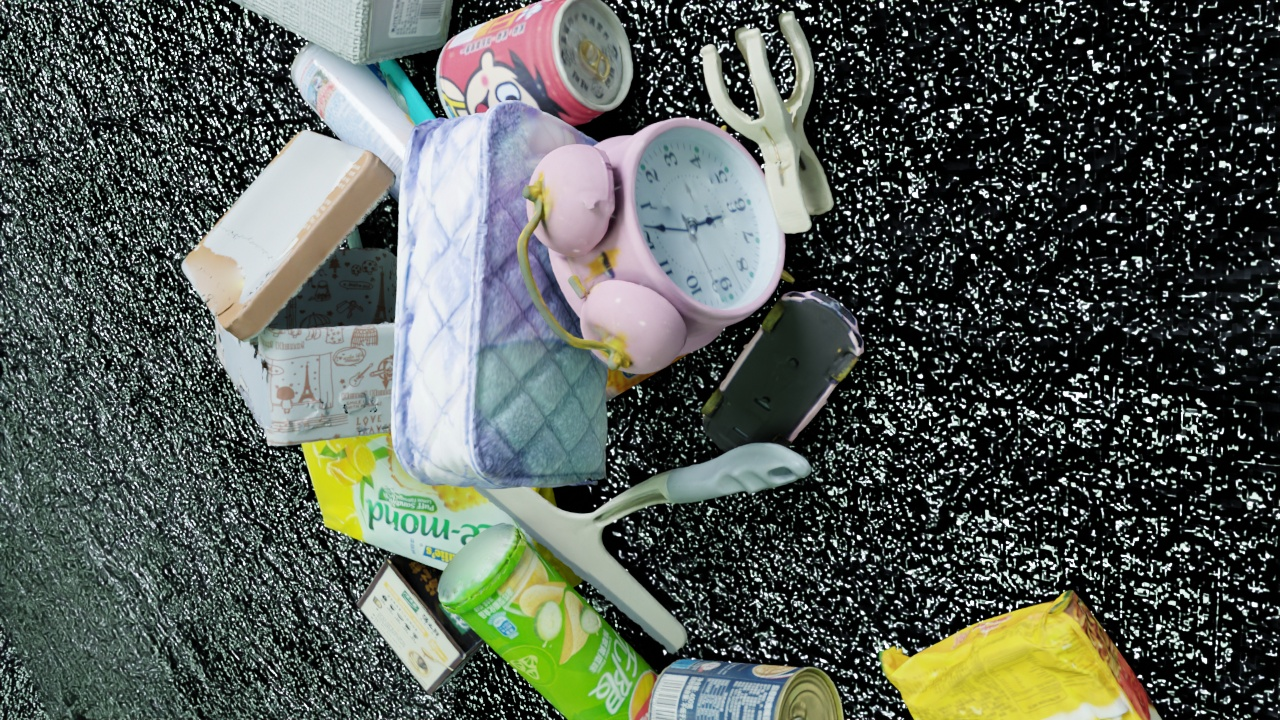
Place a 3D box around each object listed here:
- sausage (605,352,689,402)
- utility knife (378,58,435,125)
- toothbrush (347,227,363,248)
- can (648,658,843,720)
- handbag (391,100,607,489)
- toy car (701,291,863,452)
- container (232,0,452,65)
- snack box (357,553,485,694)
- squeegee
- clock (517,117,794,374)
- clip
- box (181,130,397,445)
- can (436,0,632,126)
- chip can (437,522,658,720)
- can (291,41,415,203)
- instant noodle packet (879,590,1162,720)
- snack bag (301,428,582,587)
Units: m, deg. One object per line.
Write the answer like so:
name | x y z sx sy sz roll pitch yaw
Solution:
sausage | -0.003 0.003 0.581 0.166 0.021 0.021 -31 91 44
utility knife | -0.148 -0.167 0.567 0.207 0.013 0.029 54 156 34
toothbrush | -0.215 -0.050 0.728 0.021 0.029 0.189 -122 22 -63
can | 0.068 0.240 0.612 0.111 0.075 0.075 -12 104 43
handbag | -0.067 -0.030 0.486 0.076 0.134 0.194 0 84 31
toy car | 0.078 0.011 0.508 0.056 0.037 0.123 36 130 6
container | -0.176 -0.239 0.547 0.114 0.090 0.090 33 130 18
snack box | -0.198 0.234 0.840 0.113 0.053 0.126 48 133 9
squeegee | 0.017 0.083 0.566 0.246 0.039 0.247 43 140 -15
clock | 0.004 -0.056 0.446 0.060 0.158 0.117 -18 98 51
clip | 0.058 -0.111 0.439 0.035 0.083 0.104 -3 100 40
box | -0.212 -0.065 0.603 0.182 0.152 0.178 33 120 49
can | -0.058 -0.159 0.507 0.094 0.066 0.066 -2 111 39
chip can | -0.048 0.209 0.649 0.073 0.072 0.221 -22 116 44
can | -0.171 -0.155 0.610 0.134 0.053 0.053 47 133 9
instant noodle packet | 0.206 0.190 0.495 0.129 0.044 0.110 -38 80 41
snack bag | -0.159 0.083 0.711 0.247 0.068 0.158 13 125 24
